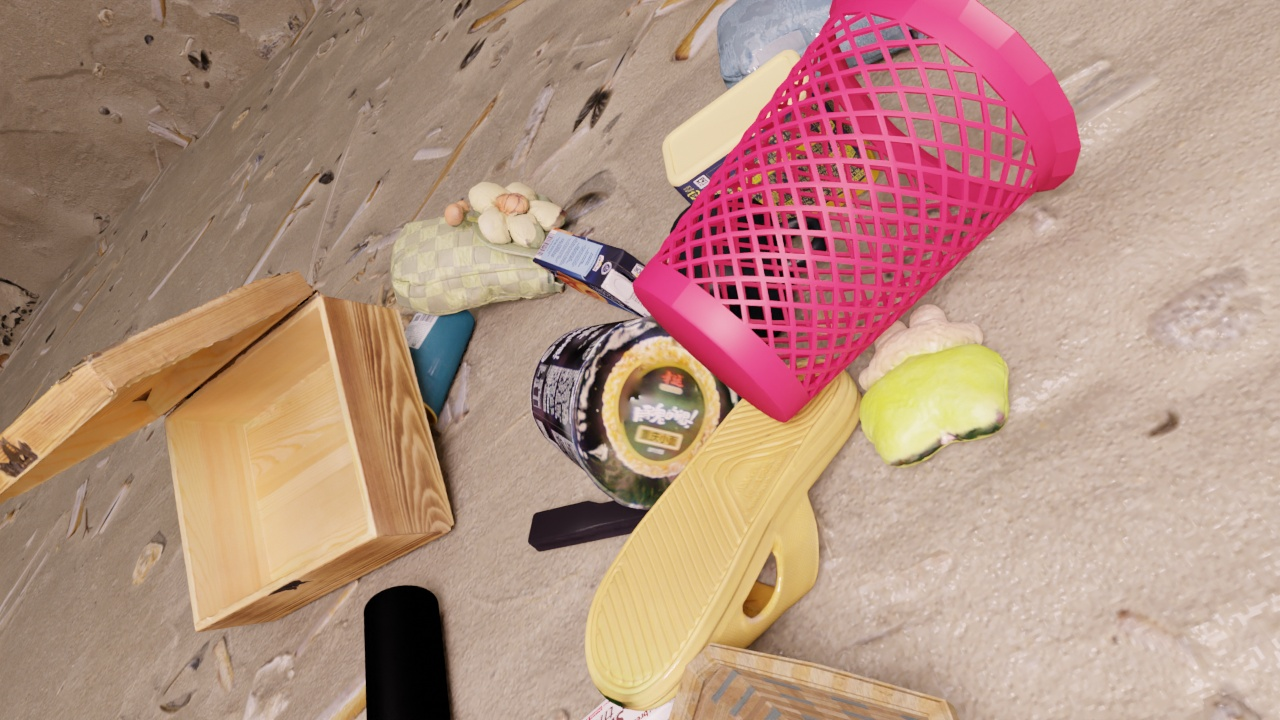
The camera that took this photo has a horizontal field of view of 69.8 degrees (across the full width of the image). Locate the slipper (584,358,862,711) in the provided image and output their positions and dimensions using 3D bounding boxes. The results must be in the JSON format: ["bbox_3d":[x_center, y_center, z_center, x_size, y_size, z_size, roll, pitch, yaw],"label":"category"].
[{"bbox_3d":[0.062,0.109,0.571,0.100,0.078,0.262,3,46,48],"label":"slipper"}]

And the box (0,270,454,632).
[{"bbox_3d":[-0.394,0.067,0.802,0.280,0.314,0.281,-30,67,30],"label":"box"}]

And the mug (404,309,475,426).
[{"bbox_3d":[-0.223,-0.003,0.953,0.078,0.078,0.121,-7,51,42],"label":"mug"}]

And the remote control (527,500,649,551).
[{"bbox_3d":[-0.032,0.120,0.702,0.137,0.015,0.032,-19,48,35],"label":"remote control"}]

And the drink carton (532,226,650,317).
[{"bbox_3d":[-0.037,-0.080,0.831,0.130,0.064,0.040,25,85,52],"label":"drink carton"}]

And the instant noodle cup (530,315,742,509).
[{"bbox_3d":[-0.013,0.029,0.671,0.112,0.137,0.137,11,68,58],"label":"instant noodle cup"}]

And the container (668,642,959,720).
[{"bbox_3d":[0.041,0.250,0.381,0.158,0.186,0.249,-2,59,45],"label":"container"}]

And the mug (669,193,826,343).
[{"bbox_3d":[0.084,-0.071,0.687,0.122,0.085,0.094,-25,45,20],"label":"mug"}]

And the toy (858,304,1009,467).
[{"bbox_3d":[0.174,0.011,0.558,0.092,0.046,0.115,-29,36,25],"label":"toy"}]

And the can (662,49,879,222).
[{"bbox_3d":[0.099,-0.159,0.722,0.135,0.104,0.075,-32,42,24],"label":"can"}]

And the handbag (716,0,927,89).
[{"bbox_3d":[0.148,-0.299,0.777,0.192,0.118,0.121,-18,48,28],"label":"handbag"}]

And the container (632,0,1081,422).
[{"bbox_3d":[0.116,-0.087,0.565,0.225,0.183,0.183,-48,37,-3],"label":"container"}]

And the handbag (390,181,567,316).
[{"bbox_3d":[-0.163,-0.117,0.920,0.186,0.117,0.113,-8,49,-2],"label":"handbag"}]

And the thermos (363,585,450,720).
[{"bbox_3d":[-0.171,0.277,0.679,0.061,0.061,0.231,-40,39,15],"label":"thermos"}]

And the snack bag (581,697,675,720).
[{"bbox_3d":[-0.032,0.245,0.584,0.158,0.013,0.057,-42,18,8],"label":"snack bag"}]
